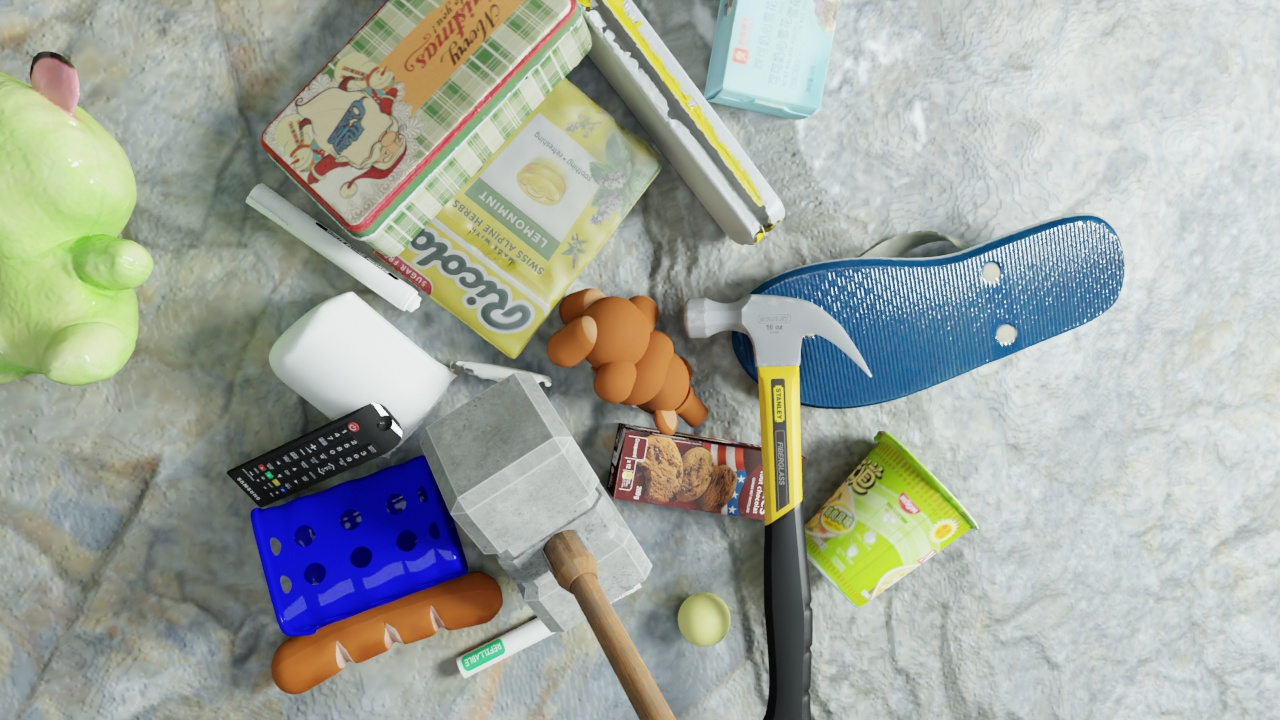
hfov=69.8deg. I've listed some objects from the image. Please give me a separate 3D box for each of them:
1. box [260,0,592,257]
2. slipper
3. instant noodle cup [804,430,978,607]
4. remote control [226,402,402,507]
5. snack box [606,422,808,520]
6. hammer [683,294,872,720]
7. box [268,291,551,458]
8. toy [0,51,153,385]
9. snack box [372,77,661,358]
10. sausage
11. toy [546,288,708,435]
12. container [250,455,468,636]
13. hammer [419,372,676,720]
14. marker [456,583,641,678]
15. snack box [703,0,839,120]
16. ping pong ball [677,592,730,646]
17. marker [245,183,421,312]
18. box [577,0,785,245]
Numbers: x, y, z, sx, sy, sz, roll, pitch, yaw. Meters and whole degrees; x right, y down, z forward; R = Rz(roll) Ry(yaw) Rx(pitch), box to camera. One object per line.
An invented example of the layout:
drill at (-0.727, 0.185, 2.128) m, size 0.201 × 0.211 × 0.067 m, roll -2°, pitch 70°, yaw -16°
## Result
box at (-0.138, -0.176, 0.592) m, size 0.117 × 0.051 × 0.205 m, roll 43°, pitch 87°, yaw 16°
slipper at (0.213, -0.039, 0.693) m, size 0.295 × 0.060 × 0.118 m, roll -15°, pitch 102°, yaw 1°
instant noodle cup at (0.179, 0.125, 0.691) m, size 0.108 × 0.099 × 0.099 m, roll -44°, pitch 102°, yaw 4°
remote control at (-0.217, 0.063, 0.601) m, size 0.147 × 0.015 × 0.033 m, roll -23°, pitch 115°, yaw 27°
snack box at (0.050, 0.085, 0.688) m, size 0.141 × 0.032 × 0.051 m, roll 10°, pitch 94°, yaw -12°
hammer at (0.101, 0.114, 0.651) m, size 0.127 × 0.029 × 0.323 m, roll -2°, pitch 94°, yaw 11°
box at (-0.151, 0.007, 0.618) m, size 0.156 × 0.084 × 0.125 m, roll 44°, pitch 80°, yaw -14°
toy at (-0.369, -0.082, 0.559) m, size 0.150 × 0.107 × 0.196 m, roll -2°, pitch 87°, yaw 12°
snack box at (-0.080, -0.107, 0.635) m, size 0.121 × 0.045 × 0.181 m, roll 39°, pitch 88°, yaw -12°
sausage at (-0.179, 0.188, 0.650) m, size 0.164 × 0.039 × 0.044 m, roll -19°, pitch 65°, yaw -8°
toy at (-0.004, 0.004, 0.658) m, size 0.127 × 0.065 × 0.094 m, roll 44°, pitch 45°, yaw -27°
container at (-0.183, 0.123, 0.613) m, size 0.113 × 0.085 × 0.084 m, roll -19°, pitch 76°, yaw -10°
hammer at (-0.015, 0.159, 0.522) m, size 0.083 × 0.317 × 0.163 m, roll -32°, pitch 133°, yaw -6°
marker at (-0.067, 0.196, 0.686) m, size 0.145 × 0.017 × 0.017 m, roll -25°, pitch 100°, yaw -7°
snack box at (0.099, -0.264, 0.649) m, size 0.075 × 0.053 × 0.174 m, roll 9°, pitch 93°, yaw -11°
ping pong ball at (0.048, 0.196, 0.696) m, size 0.040 × 0.040 × 0.040 m, roll -1°, pitch 96°, yaw -11°
marker at (-0.205, -0.074, 0.615) m, size 0.133 × 0.020 × 0.017 m, roll 35°, pitch 121°, yaw -1°
box at (0.021, -0.168, 0.638) m, size 0.037 × 0.064 × 0.210 m, roll -42°, pitch 102°, yaw -10°
